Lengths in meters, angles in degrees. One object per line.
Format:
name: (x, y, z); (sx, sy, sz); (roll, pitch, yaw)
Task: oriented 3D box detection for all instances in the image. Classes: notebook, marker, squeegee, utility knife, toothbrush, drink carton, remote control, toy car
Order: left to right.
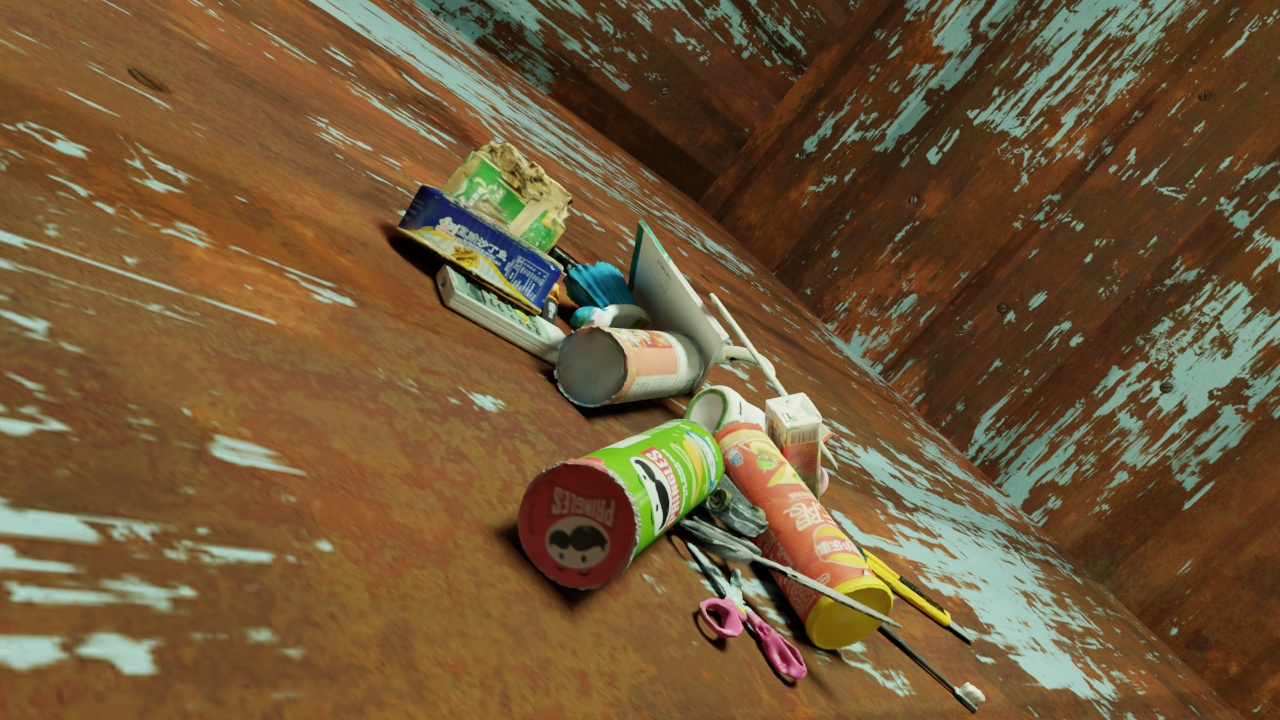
remote control: (-0.116, -0.037, 0.804); (0.135, 0.019, 0.056); (31, 16, -34)
marker: (-0.093, -0.056, 0.938); (0.018, 0.015, 0.123); (32, 17, -14)
marker: (-0.060, -0.098, 1.151); (0.132, 0.020, 0.022); (37, -3, -15)
notebook: (0.033, -0.052, 0.997); (0.150, 0.012, 0.209); (56, -12, 11)
toy car: (0.058, 0.107, 0.761); (0.054, 0.037, 0.120); (33, 6, -37)
squeegee: (0.100, 0.000, 1.038); (0.246, 0.039, 0.247); (51, -14, -22)
drink carton: (0.144, 0.098, 0.880); (0.045, 0.123, 0.053); (-8, 29, -10)
toothbrush: (0.240, 0.256, 0.838); (0.181, 0.018, 0.015); (40, 17, 3)
utility knife: (0.299, 0.255, 0.997); (0.197, 0.015, 0.033); (37, 17, -15)

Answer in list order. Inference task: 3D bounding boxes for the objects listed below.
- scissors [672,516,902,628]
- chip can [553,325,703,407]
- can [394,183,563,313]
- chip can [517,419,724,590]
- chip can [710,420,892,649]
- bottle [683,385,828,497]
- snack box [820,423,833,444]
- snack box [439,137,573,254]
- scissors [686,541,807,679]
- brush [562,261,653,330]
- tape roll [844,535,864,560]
scissors: (0.108, 0.154, 0.679); (0.173, 0.014, 0.141); (20, 2, -11)
chip can: (-0.005, 0.005, 0.860); (0.071, 0.071, 0.214); (44, 15, 15)
can: (-0.142, -0.099, 0.819); (0.148, 0.049, 0.075); (30, -2, -20)
chip can: (-0.001, 0.085, 0.613); (0.072, 0.072, 0.235); (43, 13, 11)
chip can: (0.122, 0.139, 0.774); (0.073, 0.073, 0.216); (30, 16, -37)
bottle: (0.127, 0.093, 0.947); (0.197, 0.068, 0.068); (33, 15, -38)
snack box: (0.225, 0.094, 1.288); (0.077, 0.027, 0.155); (44, 14, 12)
snack box: (-0.142, -0.151, 0.939); (0.118, 0.117, 0.105); (40, 1, -13)
scissors: (0.074, 0.176, 0.648); (0.124, 0.017, 0.133); (37, 10, 2)
brush: (-0.041, -0.056, 0.935); (0.109, 0.060, 0.314); (51, 8, 15)
tape roll: (0.194, 0.185, 0.938); (0.086, 0.014, 0.085); (38, 13, -11)
